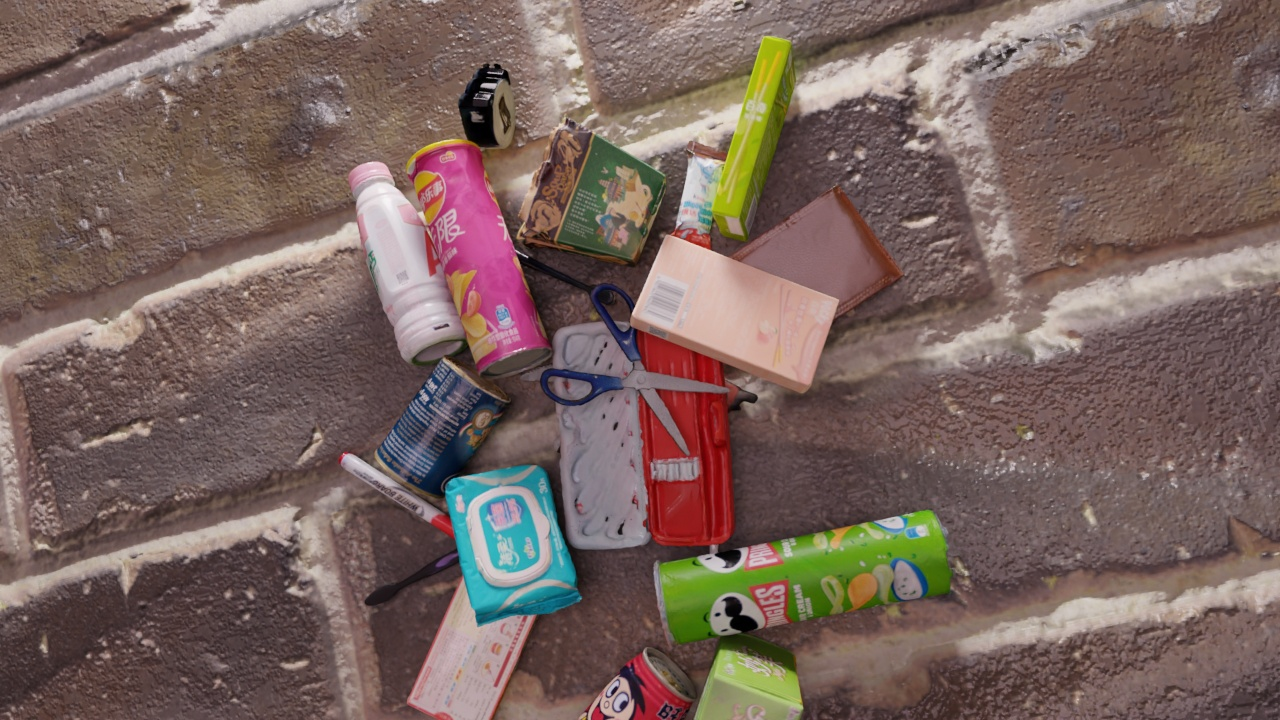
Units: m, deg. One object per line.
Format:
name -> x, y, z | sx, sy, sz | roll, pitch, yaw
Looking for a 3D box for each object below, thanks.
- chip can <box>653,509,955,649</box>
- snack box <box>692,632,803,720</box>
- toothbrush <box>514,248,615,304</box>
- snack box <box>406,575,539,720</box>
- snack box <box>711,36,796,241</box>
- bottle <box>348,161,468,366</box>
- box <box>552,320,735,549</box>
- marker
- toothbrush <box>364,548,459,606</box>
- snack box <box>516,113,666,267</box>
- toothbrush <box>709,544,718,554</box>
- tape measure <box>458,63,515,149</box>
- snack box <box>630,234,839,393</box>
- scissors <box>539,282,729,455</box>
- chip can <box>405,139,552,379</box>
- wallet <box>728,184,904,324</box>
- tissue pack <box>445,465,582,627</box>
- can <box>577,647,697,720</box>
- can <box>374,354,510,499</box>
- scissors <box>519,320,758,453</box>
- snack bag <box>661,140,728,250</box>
chip can -> 0.132, 0.178, 0.752 | 0.236, 0.072, 0.072 | -12, 83, 4
snack box -> 0.061, 0.334, 0.718 | 0.070, 0.157, 0.210 | 18, 88, 8
toothbrush -> -0.102, -0.092, 0.863 | 0.181, 0.018, 0.015 | 25, 95, 14
snack box -> -0.143, 0.252, 0.828 | 0.077, 0.027, 0.156 | 24, 90, 5
snack box -> 0.100, -0.188, 0.795 | 0.026, 0.085, 0.156 | 17, 89, 13
bottle -> -0.223, -0.094, 0.861 | 0.068, 0.068, 0.197 | -26, 77, 8
box -> 0.001, 0.062, 0.803 | 0.158, 0.039, 0.201 | -7, 84, 24
marker -> -0.224, 0.128, 0.865 | 0.145, 0.017, 0.017 | 29, 91, 12
toothbrush -> -0.174, 0.183, 0.854 | 0.189, 0.016, 0.014 | -28, 90, 5
snack box -> -0.038, -0.138, 0.813 | 0.105, 0.117, 0.118 | 22, 92, 0
toothbrush -> 0.065, 0.143, 0.806 | 0.016, 0.016, 0.180 | 3, 85, 9
tape measure -> -0.140, -0.231, 0.855 | 0.033, 0.066, 0.065 | 6, 51, 12
snack box -> 0.078, -0.040, 0.766 | 0.157, 0.026, 0.084 | 22, 70, 3
scissors -> -0.012, 0.010, 0.785 | 0.174, 0.012, 0.162 | -14, 79, 18
chip can -> -0.145, -0.091, 0.828 | 0.071, 0.071, 0.210 | -23, 77, 8
wallet -> 0.151, -0.079, 0.804 | 0.124, 0.032, 0.101 | -34, 83, 7
tissue pack -> -0.112, 0.160, 0.797 | 0.093, 0.050, 0.133 | -14, 69, -14
can -> -0.004, 0.299, 0.780 | 0.066, 0.066, 0.094 | 42, 93, 12
can -> -0.178, 0.059, 0.832 | 0.075, 0.075, 0.111 | 35, 92, 12
scissors -> -0.001, -0.001, 0.833 | 0.225, 0.015, 0.189 | 7, 86, 11
snack bag -> 0.052, -0.145, 0.830 | 0.048, 0.026, 0.104 | 16, 89, 0
